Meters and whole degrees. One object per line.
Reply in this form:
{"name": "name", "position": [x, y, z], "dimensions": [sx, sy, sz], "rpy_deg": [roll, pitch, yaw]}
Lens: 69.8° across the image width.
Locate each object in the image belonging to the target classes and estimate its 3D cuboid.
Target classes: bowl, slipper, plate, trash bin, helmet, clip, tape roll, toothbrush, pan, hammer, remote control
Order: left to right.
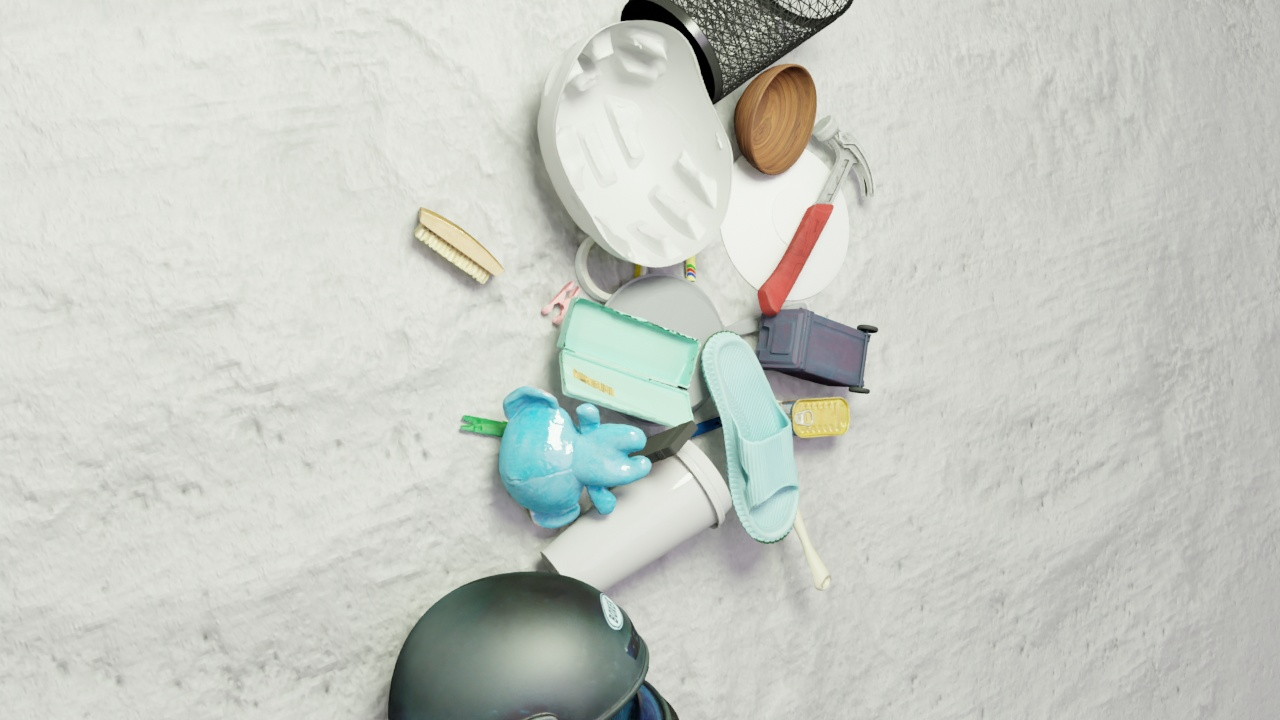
{"name": "helmet", "position": [-0.104, 0.347, 0.972], "dimensions": [0.316, 0.249, 0.236], "rpy_deg": [4, 102, -8]}
{"name": "clip", "position": [-0.094, -0.069, 1.141], "dimensions": [0.060, 0.023, 0.044], "rpy_deg": [-32, 107, -24]}
{"name": "tape roll", "position": [-0.038, -0.121, 1.174], "dimensions": [0.094, 0.019, 0.094], "rpy_deg": [2, 87, -28]}
{"name": "helmet", "position": [-0.004, -0.250, 1.105], "dimensions": [0.223, 0.184, 0.282], "rpy_deg": [-34, 96, -19]}
{"name": "remote control", "position": [0.008, 0.109, 1.095], "dimensions": [0.013, 0.134, 0.058], "rpy_deg": [55, 45, -9]}
{"name": "toothbrush", "position": [0.028, 0.105, 1.199], "dimensions": [0.189, 0.017, 0.016], "rpy_deg": [-16, 95, -29]}
{"name": "pan", "position": [0.098, -0.032, 1.224], "dimensions": [0.355, 0.051, 0.201], "rpy_deg": [-16, 102, -26]}
{"name": "trash bin", "position": [0.116, -0.460, 1.176], "dimensions": [0.242, 0.217, 0.217], "rpy_deg": [-45, 107, -16]}
{"name": "slipper", "position": [0.149, 0.090, 1.155], "dimensions": [0.115, 0.070, 0.276], "rpy_deg": [-10, 81, -40]}
{"name": "bowl", "position": [0.170, -0.333, 1.252], "dimensions": [0.147, 0.069, 0.147], "rpy_deg": [-27, 130, -38]}
{"name": "plate", "position": [0.216, -0.201, 1.304], "dimensions": [0.229, 0.030, 0.229], "rpy_deg": [2, 87, -27]}
{"name": "hammer", "position": [0.240, -0.188, 1.273], "dimensions": [0.126, 0.036, 0.314], "rpy_deg": [40, 64, -22]}
{"name": "trash bin", "position": [0.241, -0.015, 1.257], "dimensions": [0.160, 0.092, 0.093], "rpy_deg": [15, 82, -41]}

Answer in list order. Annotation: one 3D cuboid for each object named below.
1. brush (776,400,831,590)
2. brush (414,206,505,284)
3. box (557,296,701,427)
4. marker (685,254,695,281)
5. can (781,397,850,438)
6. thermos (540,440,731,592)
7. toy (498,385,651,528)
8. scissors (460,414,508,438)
{"name": "brush", "position": [0.196, 0.176, 1.229], "dimensions": [0.061, 0.078, 0.272], "rpy_deg": [-14, 82, -33]}
{"name": "brush", "position": [-0.213, -0.133, 1.068], "dimensions": [0.117, 0.049, 0.039], "rpy_deg": [38, 94, -22]}
{"name": "box", "position": [-0.012, 0.009, 1.109], "dimensions": [0.187, 0.057, 0.137], "rpy_deg": [20, 67, -28]}
{"name": "marker", "position": [0.066, -0.172, 1.234], "dimensions": [0.014, 0.014, 0.132], "rpy_deg": [0, 87, -28]}
{"name": "can", "position": [0.236, 0.080, 1.284], "dimensions": [0.099, 0.059, 0.054], "rpy_deg": [-1, 88, -28]}
{"name": "thermos", "position": [-0.008, 0.200, 1.121], "dimensions": [0.221, 0.132, 0.131], "rpy_deg": [-34, 103, -17]}
{"name": "toy", "position": [-0.077, 0.107, 1.067], "dimensions": [0.181, 0.114, 0.183], "rpy_deg": [-8, 105, 10]}
{"name": "scissors", "position": [-0.159, 0.091, 1.105], "dimensions": [0.130, 0.014, 0.071], "rpy_deg": [5, 85, -28]}
